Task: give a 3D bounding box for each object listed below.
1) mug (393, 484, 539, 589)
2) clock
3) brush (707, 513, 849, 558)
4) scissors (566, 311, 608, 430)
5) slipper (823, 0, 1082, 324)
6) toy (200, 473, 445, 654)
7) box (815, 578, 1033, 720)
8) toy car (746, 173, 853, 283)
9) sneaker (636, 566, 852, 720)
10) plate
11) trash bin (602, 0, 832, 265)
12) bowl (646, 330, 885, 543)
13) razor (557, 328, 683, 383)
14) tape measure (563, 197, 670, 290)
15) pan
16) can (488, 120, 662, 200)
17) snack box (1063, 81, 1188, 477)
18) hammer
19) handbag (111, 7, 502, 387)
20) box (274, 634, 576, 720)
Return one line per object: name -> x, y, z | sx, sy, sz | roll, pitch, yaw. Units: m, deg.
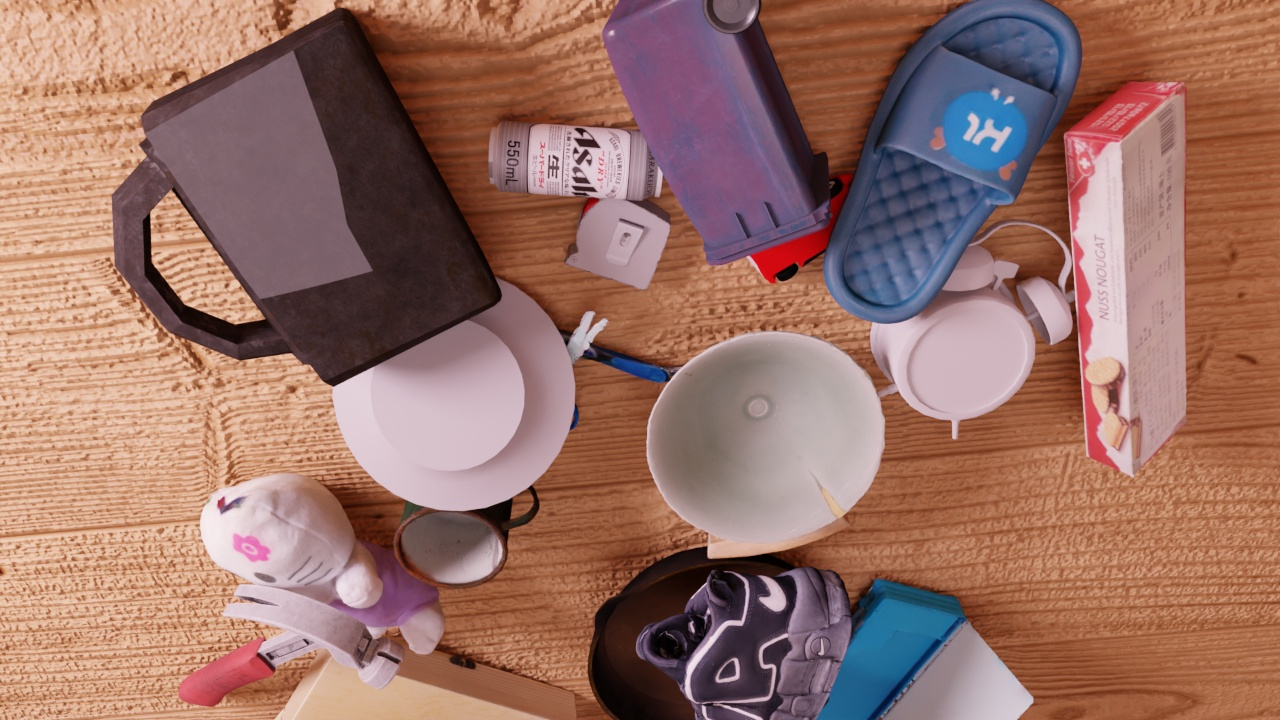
mug -> -0.130, 0.116, 0.716 | 0.111, 0.081, 0.085 | -16, 123, 10
clock -> 0.231, -0.028, 0.644 | 0.120, 0.061, 0.159 | 23, 116, -14
brush -> 0.109, 0.129, 0.751 | 0.117, 0.049, 0.039 | -13, 101, 9
scissors -> -0.053, 0.007, 0.674 | 0.073, 0.016, 0.134 | 29, 128, -17
slipper -> 0.183, -0.120, 0.560 | 0.104, 0.059, 0.214 | 28, 107, -1
toy -> -0.249, 0.160, 0.734 | 0.138, 0.085, 0.209 | -4, 139, 42
box -> 0.236, 0.323, 0.871 | 0.167, 0.075, 0.244 | 33, 122, 13
toy car -> 0.111, -0.089, 0.617 | 0.090, 0.025, 0.038 | -34, 117, 18
sneaker -> 0.061, 0.269, 0.758 | 0.151, 0.097, 0.253 | 15, 115, -8
plate -> -0.134, 0.023, 0.642 | 0.173, 0.019, 0.173 | 0, 96, 2
trash bin -> 0.053, -0.146, 0.538 | 0.092, 0.093, 0.161 | -18, 121, 22
bowl -> 0.088, 0.047, 0.680 | 0.174, 0.067, 0.174 | -1, 115, -3
razor -> -0.004, 0.004, 0.681 | 0.141, 0.018, 0.044 | 15, 123, -11
tape measure -> -0.014, -0.082, 0.621 | 0.060, 0.020, 0.062 | 17, 122, -12
pan -> 0.028, 0.301, 0.848 | 0.248, 0.043, 0.357 | 30, 112, -20
can -> -0.040, -0.125, 0.578 | 0.106, 0.044, 0.044 | 3, 124, -3
snack box -> 0.330, -0.045, 0.620 | 0.076, 0.044, 0.273 | -37, 125, -20
hammer -> -0.330, 0.255, 0.777 | 0.126, 0.036, 0.317 | 38, 135, -23
handbag -> -0.218, -0.081, 0.568 | 0.199, 0.102, 0.197 | -26, 122, -3
box -> -0.230, 0.377, 0.901 | 0.247, 0.076, 0.258 | 26, 126, -21
